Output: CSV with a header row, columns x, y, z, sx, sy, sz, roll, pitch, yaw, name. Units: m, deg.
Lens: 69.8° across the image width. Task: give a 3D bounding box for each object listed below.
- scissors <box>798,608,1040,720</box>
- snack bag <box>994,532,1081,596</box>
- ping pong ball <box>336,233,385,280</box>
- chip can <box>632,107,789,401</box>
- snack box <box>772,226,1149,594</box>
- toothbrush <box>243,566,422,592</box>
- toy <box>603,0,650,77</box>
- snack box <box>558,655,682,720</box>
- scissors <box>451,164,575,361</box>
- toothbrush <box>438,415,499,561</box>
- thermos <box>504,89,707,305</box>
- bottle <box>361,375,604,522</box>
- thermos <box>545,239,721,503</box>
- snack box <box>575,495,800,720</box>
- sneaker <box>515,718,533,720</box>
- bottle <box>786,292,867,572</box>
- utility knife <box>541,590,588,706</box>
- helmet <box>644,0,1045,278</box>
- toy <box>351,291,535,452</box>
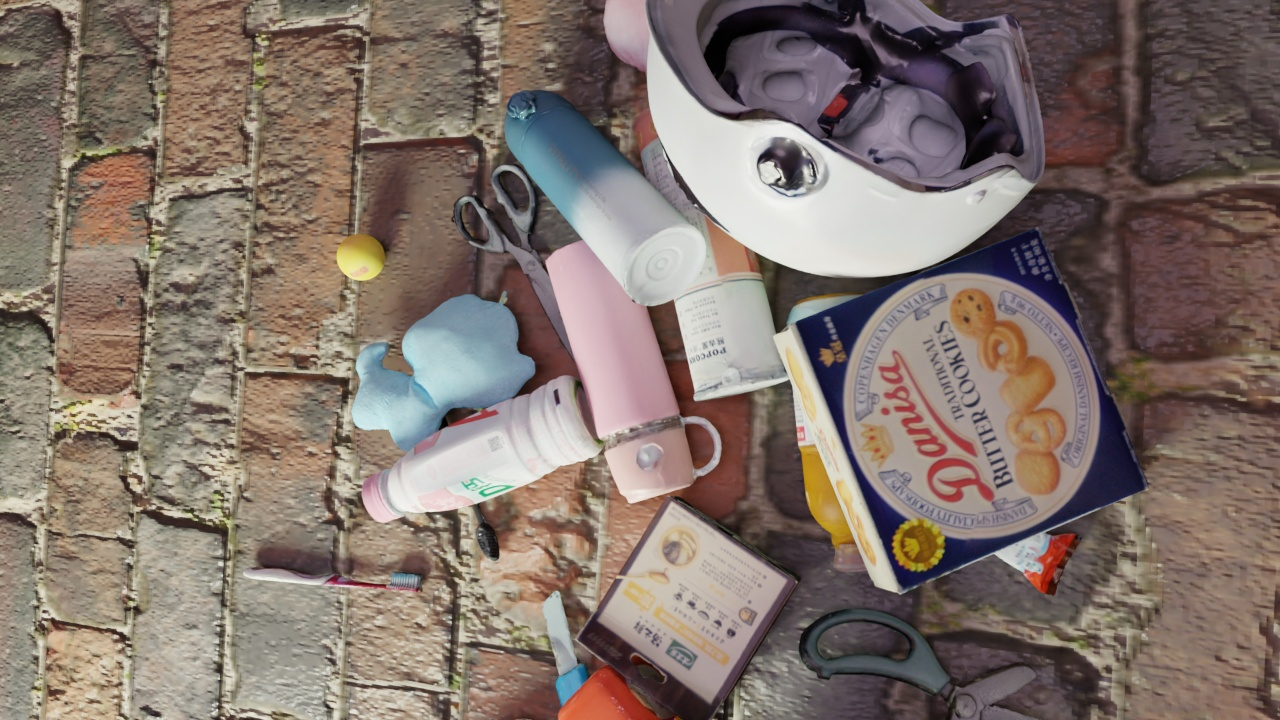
x,y,z,sx,sy,sz,roll,pitch,yaw,name
0.182,0.227,0.633,0.175,0.019,0.176,-29,64,-2,scissors
0.242,0.114,0.624,0.104,0.026,0.048,28,90,19,snack bag
-0.242,-0.090,0.796,0.040,0.040,0.040,-1,87,19,ping pong ball
0.050,-0.082,0.676,0.071,0.071,0.214,-15,83,18,chip can
0.204,0.031,0.588,0.182,0.046,0.178,-22,87,-7,snack box
-0.274,0.190,0.810,0.188,0.016,0.017,0,80,19,toothbrush
0.039,-0.289,0.697,0.121,0.054,0.159,19,95,12,toy
-0.006,0.265,0.675,0.082,0.091,0.080,-48,67,13,snack box
-0.087,-0.085,0.756,0.171,0.014,0.150,20,96,19,scissors
-0.158,0.081,0.773,0.014,0.018,0.189,-26,78,8,toothbrush
-0.036,-0.128,0.671,0.070,0.070,0.220,-48,51,12,thermos
-0.128,0.076,0.726,0.197,0.068,0.068,-22,81,12,bottle
-0.004,0.004,0.698,0.087,0.067,0.198,-19,81,-1,thermos
0.036,0.181,0.672,0.113,0.053,0.125,32,90,18,snack box
-0.162,0.382,0.724,0.241,0.087,0.118,-46,75,11,sneaker
0.144,0.050,0.640,0.068,0.068,0.189,-6,86,19,bottle
-0.045,0.284,0.724,0.034,0.018,0.204,-17,82,6,utility knife
0.117,-0.146,0.596,0.258,0.146,0.228,15,49,0,helmet
-0.163,0.005,0.760,0.161,0.049,0.156,25,91,22,toy
